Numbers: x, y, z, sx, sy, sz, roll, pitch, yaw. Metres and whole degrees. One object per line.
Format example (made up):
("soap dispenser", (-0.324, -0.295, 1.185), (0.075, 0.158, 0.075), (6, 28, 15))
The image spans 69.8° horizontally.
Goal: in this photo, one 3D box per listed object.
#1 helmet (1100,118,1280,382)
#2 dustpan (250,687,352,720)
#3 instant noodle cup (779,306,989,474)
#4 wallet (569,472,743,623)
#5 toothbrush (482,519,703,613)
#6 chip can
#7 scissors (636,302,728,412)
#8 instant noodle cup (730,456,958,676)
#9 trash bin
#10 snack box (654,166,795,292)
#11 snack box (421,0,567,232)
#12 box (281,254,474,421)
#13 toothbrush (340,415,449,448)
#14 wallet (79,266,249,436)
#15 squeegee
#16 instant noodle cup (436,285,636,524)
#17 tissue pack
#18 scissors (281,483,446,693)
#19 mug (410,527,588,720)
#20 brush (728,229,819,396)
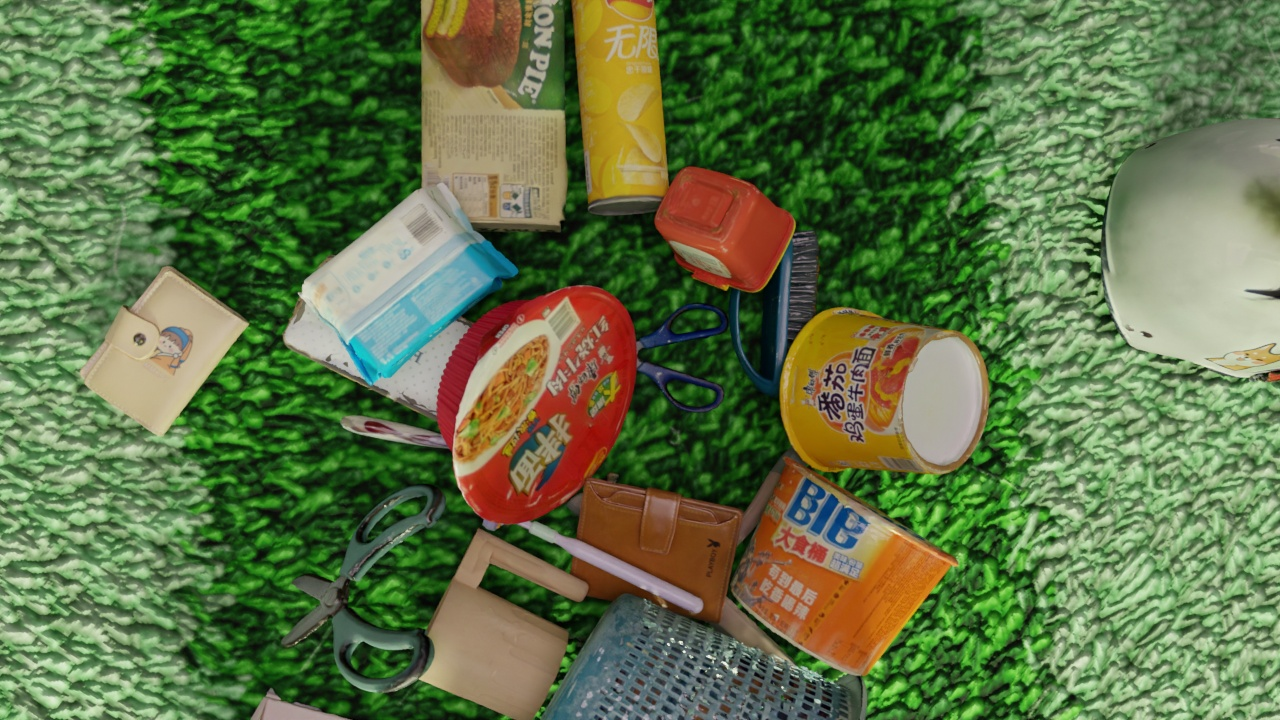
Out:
("helmet", (0.537, -0.099, 0.757), (0.274, 0.157, 0.230), (8, 89, -5))
("dustpan", (-0.233, 0.425, 0.689), (0.222, 0.139, 0.273), (15, 88, -5))
("instant noodle cup", (0.195, 0.027, 0.720), (0.137, 0.110, 0.138), (-3, 95, -36))
("wallet", (0.012, 0.148, 0.748), (0.131, 0.035, 0.119), (11, 110, 6))
("toothbrush", (-0.038, 0.160, 0.733), (0.189, 0.029, 0.021), (23, 72, 4))
("chip can", (-0.018, -0.230, 0.750), (0.072, 0.072, 0.213), (-4, 90, -5))
("scissors", (0.000, -0.011, 0.780), (0.165, 0.012, 0.157), (40, 88, -3))
("instant noodle cup", (0.147, 0.159, 0.700), (0.151, 0.151, 0.111), (30, 91, -4))
("trash bin", (0.030, 0.287, 0.693), (0.195, 0.226, 0.226), (31, 86, 8))
("snack box", (0.063, -0.105, 0.729), (0.091, 0.080, 0.082), (24, 85, 34))
("snack box", (-0.118, -0.225, 0.745), (0.114, 0.063, 0.240), (-1, 89, -6))
("box", (-0.198, -0.015, 0.739), (0.184, 0.059, 0.089), (29, 86, -2))
("toothbrush", (-0.155, 0.070, 0.761), (0.187, 0.017, 0.016), (12, 88, -6))
("wallet", (-0.386, -0.010, 0.738), (0.087, 0.024, 0.115), (36, 88, -3))
("squeegee", (0.110, 0.108, 0.775), (0.247, 0.040, 0.249), (40, 85, -3))
("instant noodle cup", (-0.086, 0.025, 0.702), (0.066, 0.193, 0.193), (25, 86, 33))
("tissue pack", (-0.172, -0.056, 0.681), (0.140, 0.063, 0.090), (-40, 94, -5))
("scissors", (-0.200, 0.183, 0.707), (0.170, 0.019, 0.180), (-42, 49, -7))
("mug", (-0.112, 0.212, 0.733), (0.103, 0.084, 0.124), (27, 82, -6))
("brush", (0.110, -0.042, 0.768), (0.073, 0.055, 0.144), (4, 89, -7))
